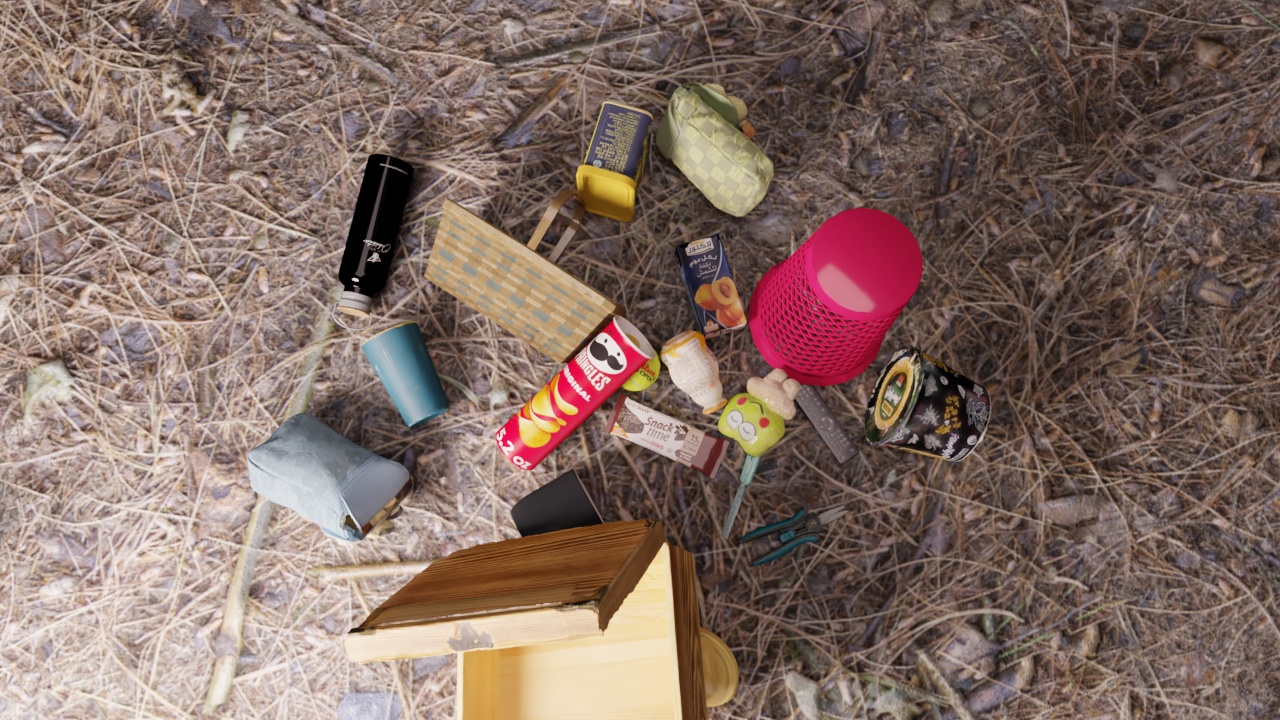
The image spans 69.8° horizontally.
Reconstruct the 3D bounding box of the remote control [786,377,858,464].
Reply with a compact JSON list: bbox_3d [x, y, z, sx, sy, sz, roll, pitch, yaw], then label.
[{"bbox_3d":[0.236,0.073,1.210,0.032,0.015,0.136,-33,83,-6],"label":"remote control"}]

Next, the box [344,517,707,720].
[{"bbox_3d":[-0.110,0.283,0.977,0.280,0.315,0.281,-13,65,20],"label":"box"}]

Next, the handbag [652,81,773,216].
[{"bbox_3d":[0.107,-0.290,1.224,0.186,0.113,0.116,44,69,2],"label":"handbag"}]

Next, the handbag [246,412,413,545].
[{"bbox_3d":[-0.388,0.158,1.144,0.192,0.119,0.121,23,41,12],"label":"handbag"}]

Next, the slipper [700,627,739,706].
[{"bbox_3d":[-0.011,0.369,1.121,0.263,0.078,0.099,5,87,7],"label":"slipper"}]

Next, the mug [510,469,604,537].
[{"bbox_3d":[-0.097,0.211,1.158,0.094,0.085,0.122,-29,112,-5],"label":"mug"}]

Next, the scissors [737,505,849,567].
[{"bbox_3d":[0.198,0.227,1.183,0.128,0.019,0.140,22,75,9],"label":"scissors"}]

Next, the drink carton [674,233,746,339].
[{"bbox_3d":[0.092,-0.099,1.221,0.064,0.040,0.130,-16,82,-4],"label":"drink carton"}]

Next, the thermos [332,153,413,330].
[{"bbox_3d":[-0.356,-0.153,1.212,0.061,0.061,0.231,11,81,1],"label":"thermos"}]

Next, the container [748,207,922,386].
[{"bbox_3d":[0.242,-0.083,1.118,0.183,0.226,0.183,1,76,-3],"label":"container"}]

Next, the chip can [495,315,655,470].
[{"bbox_3d":[-0.084,0.043,1.146,0.221,0.069,0.069,-43,84,15],"label":"chip can"}]

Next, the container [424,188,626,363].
[{"bbox_3d":[-0.129,-0.129,1.169,0.250,0.157,0.186,32,93,4],"label":"container"}]

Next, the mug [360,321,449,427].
[{"bbox_3d":[-0.298,0.020,1.184,0.078,0.078,0.121,-27,88,-5],"label":"mug"}]

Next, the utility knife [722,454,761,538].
[{"bbox_3d":[0.141,0.147,1.199,0.022,0.015,0.179,15,81,35],"label":"utility knife"}]

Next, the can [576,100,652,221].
[{"bbox_3d":[-0.031,-0.258,1.197,0.075,0.135,0.104,16,79,1],"label":"can"}]

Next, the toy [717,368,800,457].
[{"bbox_3d":[0.156,0.063,1.182,0.115,0.046,0.092,-52,53,3],"label":"toy"}]

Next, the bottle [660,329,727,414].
[{"bbox_3d":[0.073,0.016,1.193,0.063,0.063,0.108,-30,96,-5],"label":"bottle"}]

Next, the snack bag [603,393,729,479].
[{"bbox_3d":[0.035,0.099,1.204,0.158,0.013,0.057,24,80,3],"label":"snack bag"}]

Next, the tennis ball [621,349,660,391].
[{"bbox_3d":[-0.007,0.007,1.191,0.065,0.065,0.065,0,81,-1],"label":"tennis ball"}]

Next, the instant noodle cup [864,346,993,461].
[{"bbox_3d":[0.366,0.061,1.162,0.112,0.137,0.137,21,81,-8],"label":"instant noodle cup"}]
